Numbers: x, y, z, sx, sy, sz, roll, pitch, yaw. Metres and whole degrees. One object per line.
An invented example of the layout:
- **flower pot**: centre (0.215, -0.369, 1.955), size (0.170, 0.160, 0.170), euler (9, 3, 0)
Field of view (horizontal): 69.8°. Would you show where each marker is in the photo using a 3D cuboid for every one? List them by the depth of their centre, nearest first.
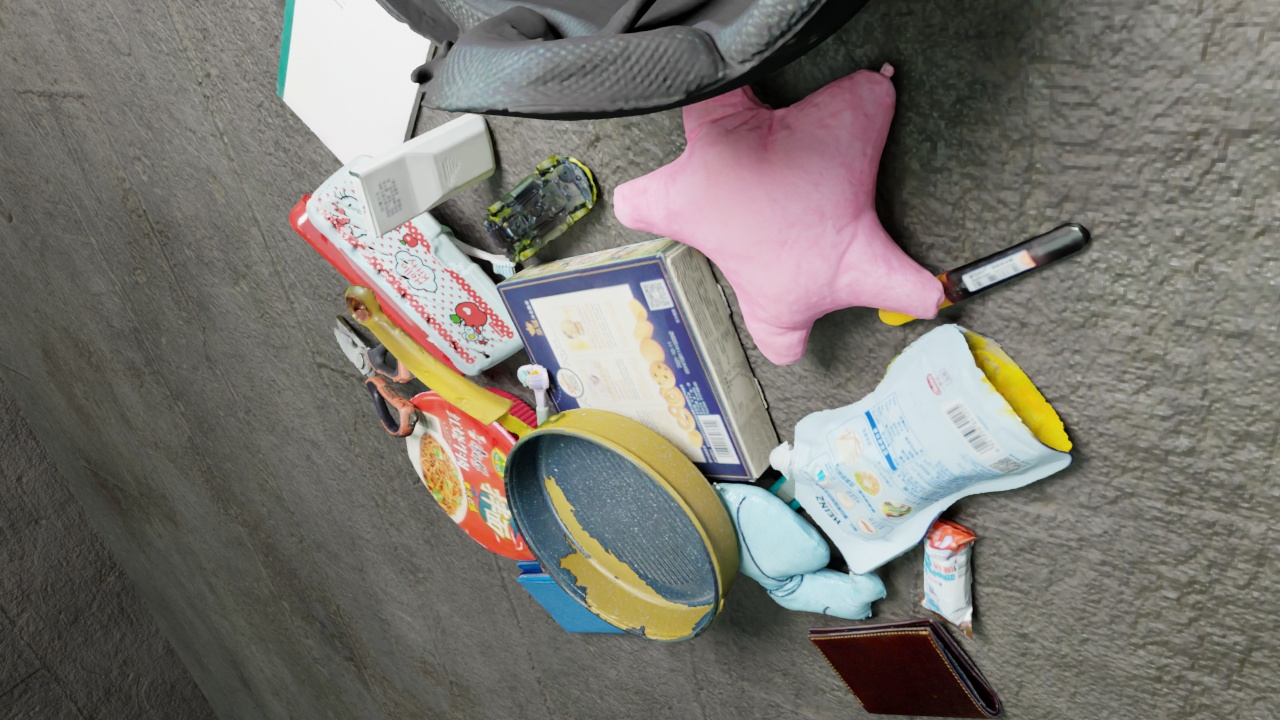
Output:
- **marker**: centre (0.183, -0.046, 0.501), size (0.124, 0.015, 0.018), euler (-26, 103, 47)

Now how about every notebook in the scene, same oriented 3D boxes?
- **notebook**: centre (-0.233, -0.242, 0.734), size (0.150, 0.012, 0.210), euler (45, 140, 7)

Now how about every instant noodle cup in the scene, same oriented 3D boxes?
- **instant noodle cup**: centre (-0.138, 0.096, 0.875), size (0.194, 0.065, 0.194), euler (24, 135, 26)

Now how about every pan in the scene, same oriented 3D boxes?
- **pan**: centre (-0.076, 0.072, 0.678), size (0.357, 0.078, 0.198), euler (52, 138, -4)

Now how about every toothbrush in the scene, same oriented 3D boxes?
- **toothbrush**: centre (-0.079, 0.089, 0.765), size (0.029, 0.021, 0.189), euler (16, 125, 29)
- **toothbrush**: centre (-0.191, -0.110, 0.790), size (0.225, 0.026, 0.027), euler (20, 126, 30)

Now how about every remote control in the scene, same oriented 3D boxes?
- **remote control**: centre (-0.151, -0.134, 0.655), size (0.024, 0.124, 0.049), euler (16, 130, 34)

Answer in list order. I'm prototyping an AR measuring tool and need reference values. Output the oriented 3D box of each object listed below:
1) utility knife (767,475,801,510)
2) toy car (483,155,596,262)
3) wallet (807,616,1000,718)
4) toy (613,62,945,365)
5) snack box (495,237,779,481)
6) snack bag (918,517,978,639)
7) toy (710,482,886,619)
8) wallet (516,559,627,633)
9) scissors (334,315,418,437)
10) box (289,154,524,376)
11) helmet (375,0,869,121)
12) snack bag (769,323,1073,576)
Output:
- **utility knife**: centre (0.118, 0.085, 0.666), size (0.029, 0.013, 0.180), euler (39, 140, 7)
- **toy car**: centre (-0.071, -0.112, 0.672), size (0.105, 0.032, 0.048), euler (-30, 98, 39)
- **wallet**: centre (0.198, 0.238, 0.704), size (0.096, 0.020, 0.123), euler (52, 141, -10)
- **toy**: centre (0.088, -0.086, 0.514), size (0.194, 0.074, 0.179), euler (42, 130, 3)
- **snack box**: centre (-0.004, 0.004, 0.691), size (0.183, 0.045, 0.178), euler (-3, 118, 45)
- **snack bag**: centre (0.206, 0.143, 0.620), size (0.048, 0.026, 0.104), euler (29, 137, 44)
- **toy**: centre (0.099, 0.140, 0.684), size (0.162, 0.049, 0.156), euler (6, 136, 33)
- **wallet**: centre (-0.062, 0.239, 0.940), size (0.133, 0.040, 0.106), euler (-19, 115, 49)
- **scissors**: centre (-0.263, -0.007, 0.900), size (0.192, 0.015, 0.207), euler (-45, 58, 46)
- **box**: centre (-0.196, -0.067, 0.765), size (0.201, 0.073, 0.155), euler (48, 149, -23)
- **helmet**: centre (-0.008, -0.222, 0.370), size (0.275, 0.229, 0.234), euler (21, 119, 29)
- **snack bag**: centre (0.164, 0.061, 0.577), size (0.110, 0.038, 0.192), euler (45, 138, 0)
